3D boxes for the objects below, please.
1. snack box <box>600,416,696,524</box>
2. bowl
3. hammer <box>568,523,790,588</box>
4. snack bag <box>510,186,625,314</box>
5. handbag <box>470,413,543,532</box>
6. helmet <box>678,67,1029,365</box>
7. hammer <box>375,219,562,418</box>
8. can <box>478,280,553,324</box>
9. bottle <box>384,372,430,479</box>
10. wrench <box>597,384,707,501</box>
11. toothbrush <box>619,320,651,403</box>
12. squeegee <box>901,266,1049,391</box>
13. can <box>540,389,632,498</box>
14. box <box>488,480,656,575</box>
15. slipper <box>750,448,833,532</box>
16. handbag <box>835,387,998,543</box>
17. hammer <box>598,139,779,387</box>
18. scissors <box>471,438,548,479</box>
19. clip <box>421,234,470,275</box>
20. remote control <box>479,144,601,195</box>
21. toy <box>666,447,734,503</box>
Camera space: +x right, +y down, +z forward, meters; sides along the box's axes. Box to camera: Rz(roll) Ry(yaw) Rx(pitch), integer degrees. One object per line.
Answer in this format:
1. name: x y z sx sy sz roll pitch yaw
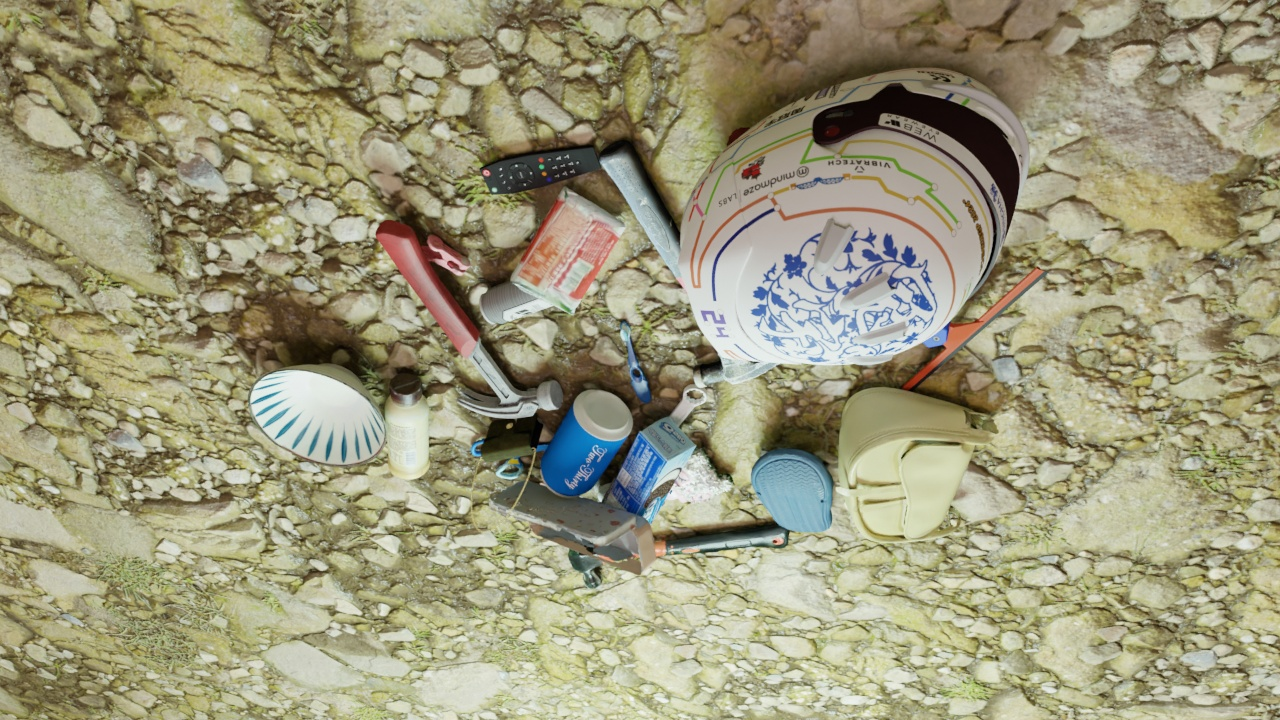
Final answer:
1. snack box: 0.000 0.169 1.203 0.059 0.059 0.227 45 135 21
2. bowl: -0.403 0.054 1.180 0.177 0.070 0.178 5 133 5
3. hammer: 0.053 0.270 1.335 0.334 0.033 0.133 -9 130 16
4. snack bag: -0.076 -0.114 0.962 0.077 0.036 0.116 29 104 -16
5. handbag: -0.174 0.140 1.148 0.084 0.177 0.027 -12 130 19
6. helmet: 0.187 -0.112 0.812 0.315 0.235 0.231 -13 132 20
7. hammer: -0.215 -0.038 1.073 0.126 0.036 0.316 -9 135 22
8. can: -0.127 -0.074 1.033 0.107 0.043 0.044 -17 128 24
9. bottle: -0.305 0.086 1.203 0.056 0.056 0.162 11 133 -1
10. wrench: 0.014 0.118 1.212 0.047 0.009 0.274 24 132 -13
11. toothbrush: -0.006 0.006 1.106 0.021 0.016 0.132 -3 131 16
12. squeegee: 0.270 -0.057 0.973 0.185 0.055 0.250 28 146 -1
13. can: -0.071 0.107 1.167 0.079 0.078 0.146 22 132 -11
14. box: -0.091 0.224 1.210 0.217 0.096 0.105 10 124 40
15. slipper: 0.202 0.166 1.194 0.104 0.059 0.214 3 147 18
16. handbag: 0.327 0.141 1.128 0.191 0.088 0.233 1 134 1
17. hammer: 0.057 -0.099 0.986 0.141 0.036 0.326 -17 127 25
18. scissors: -0.164 0.130 1.250 0.132 0.019 0.105 -8 135 17
19. clip: -0.222 -0.113 1.028 0.058 0.022 0.037 31 127 -20
20. remote control: -0.102 -0.196 0.937 0.125 0.010 0.039 -8 131 17
21. toy: 0.061 0.163 1.225 0.109 0.041 0.095 -25 124 31
